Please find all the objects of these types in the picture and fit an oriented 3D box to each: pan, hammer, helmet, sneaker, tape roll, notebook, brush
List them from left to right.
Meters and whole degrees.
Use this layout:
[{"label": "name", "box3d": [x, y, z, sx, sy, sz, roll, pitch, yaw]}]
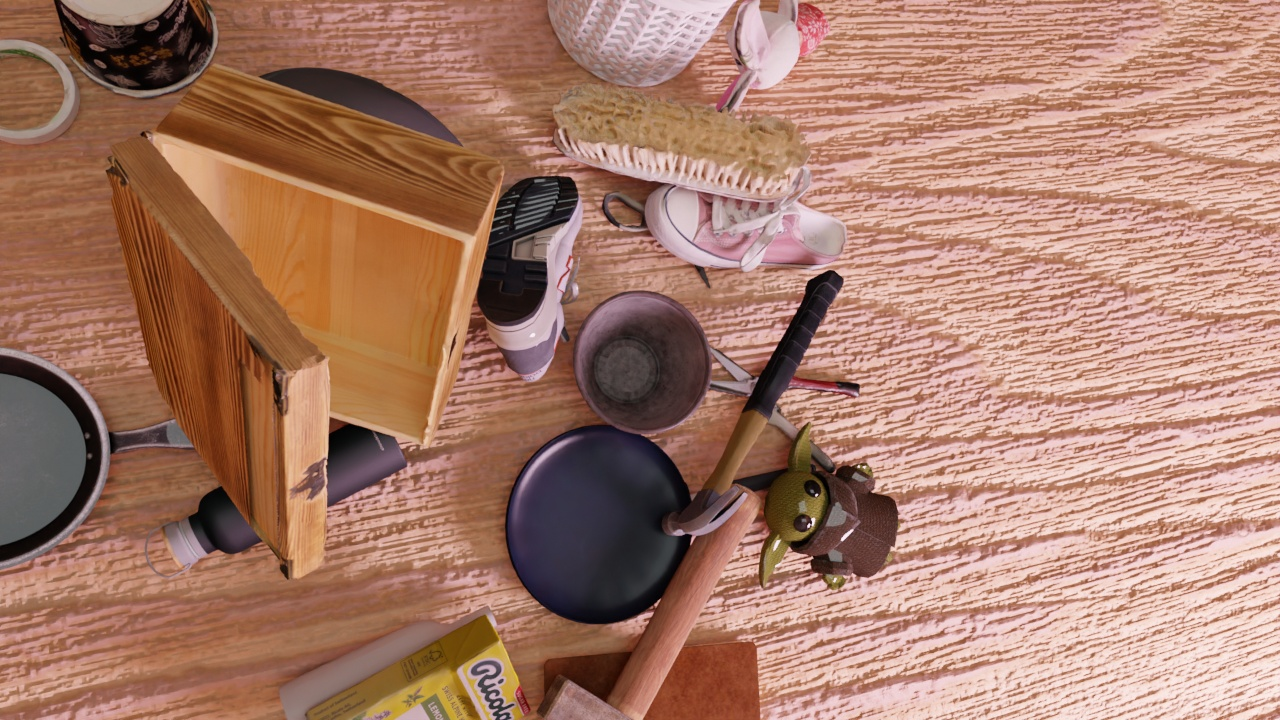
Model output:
[{"label": "tape roll", "box3d": [-0.566, -0.245, 0.837, 0.093, 0.018, 0.093, 2, 82, -17]}, {"label": "pan", "box3d": [-0.476, 0.073, 0.804, 0.356, 0.055, 0.187, -6, 85, -30]}, {"label": "helmet", "box3d": [-0.274, -0.178, 0.837, 0.264, 0.170, 0.164, 20, 77, -14]}, {"label": "sneaker", "box3d": [-0.106, -0.076, 0.913, 0.089, 0.124, 0.239, 1, 42, 8]}, {"label": "notebook", "box3d": [0.014, 0.376, 0.923, 0.225, 0.024, 0.167, 0, 81, -17]}, {"label": "pan", "box3d": [0.031, 0.152, 0.961, 0.355, 0.021, 0.198, -11, 87, -21]}, {"label": "brush", "box3d": [0.038, -0.225, 0.950, 0.271, 0.057, 0.083, 15, 66, 9]}, {"label": "hammer", "box3d": [0.042, 0.258, 0.919, 0.158, 0.037, 0.300, 35, 72, -11]}, {"label": "sneaker", "box3d": [0.126, -0.148, 0.990, 0.240, 0.088, 0.118, 6, 80, -20]}, {"label": "hammer", "box3d": [0.131, 0.037, 0.954, 0.025, 0.118, 0.332, 37, 66, -12]}]

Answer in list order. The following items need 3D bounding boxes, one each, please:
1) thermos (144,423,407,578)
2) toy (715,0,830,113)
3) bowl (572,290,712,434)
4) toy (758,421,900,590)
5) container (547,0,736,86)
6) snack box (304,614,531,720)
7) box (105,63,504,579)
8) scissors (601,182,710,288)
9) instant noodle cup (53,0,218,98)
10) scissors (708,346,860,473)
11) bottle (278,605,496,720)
[{"label": "thermos", "box3d": [-0.331, 0.124, 0.834, 0.231, 0.061, 0.061, -27, 91, -18]}, {"label": "toy", "box3d": [0.143, -0.353, 1.019, 0.084, 0.159, 0.193, 32, 54, 14]}, {"label": "bowl", "box3d": [-0.005, 0.006, 0.946, 0.144, 0.067, 0.145, 2, 82, -17]}, {"label": "toy", "box3d": [0.204, 0.169, 0.976, 0.152, 0.078, 0.179, 23, 76, -17]}, {"label": "container", "box3d": [0.012, -0.407, 0.945, 0.189, 0.187, 0.189, 2, 82, -17]}, {"label": "snack box", "box3d": [-0.197, 0.319, 0.825, 0.180, 0.045, 0.121, -25, 130, -18]}, {"label": "box", "box3d": [-0.286, -0.021, 0.701, 0.269, 0.280, 0.262, 19, 50, -5]}, {"label": "scissors", "box3d": [0.032, -0.158, 1.009, 0.168, 0.013, 0.157, 1, 84, -20]}, {"label": "instant noodle cup", "box3d": [-0.465, -0.327, 0.830, 0.137, 0.112, 0.137, 3, 80, -17]}, {"label": "scissors", "box3d": [0.163, 0.049, 1.018, 0.194, 0.015, 0.179, -19, 88, -17]}, {"label": "bottle", "box3d": [-0.227, 0.279, 0.848, 0.195, 0.052, 0.052, -22, 89, -19]}]
